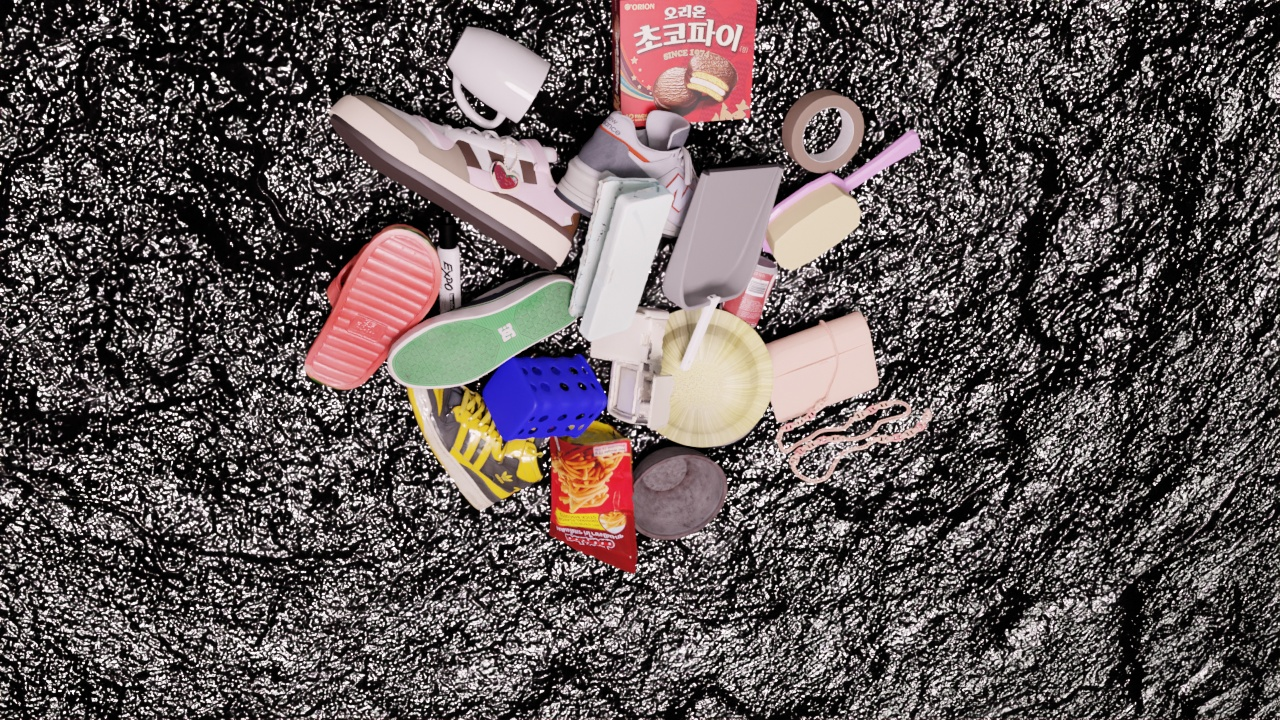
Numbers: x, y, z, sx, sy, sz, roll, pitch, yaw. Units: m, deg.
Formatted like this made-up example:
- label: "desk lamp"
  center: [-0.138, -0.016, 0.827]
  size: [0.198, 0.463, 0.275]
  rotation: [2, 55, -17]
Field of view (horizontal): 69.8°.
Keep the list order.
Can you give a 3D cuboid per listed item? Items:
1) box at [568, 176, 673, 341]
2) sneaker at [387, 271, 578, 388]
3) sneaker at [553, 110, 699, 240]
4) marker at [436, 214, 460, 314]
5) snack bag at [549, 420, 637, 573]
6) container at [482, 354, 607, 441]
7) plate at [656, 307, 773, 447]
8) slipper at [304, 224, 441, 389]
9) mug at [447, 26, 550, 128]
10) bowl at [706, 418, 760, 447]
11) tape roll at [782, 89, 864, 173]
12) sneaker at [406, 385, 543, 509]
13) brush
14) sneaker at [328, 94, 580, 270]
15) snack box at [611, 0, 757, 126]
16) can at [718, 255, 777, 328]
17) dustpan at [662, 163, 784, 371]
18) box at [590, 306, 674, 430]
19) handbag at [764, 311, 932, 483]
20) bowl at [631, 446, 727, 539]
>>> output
- label: "box"
  center: [-0.021, -0.108, 0.998]
  size: [0.086, 0.072, 0.199]
  rotation: [6, 135, -12]
- label: "sneaker"
  center: [-0.186, -0.040, 1.081]
  size: [0.235, 0.079, 0.084]
  rotation: [-25, 117, -11]
- label: "sneaker"
  center: [0.027, -0.210, 1.021]
  size: [0.239, 0.089, 0.124]
  rotation: [1, 125, -39]
- label: "marker"
  center: [-0.223, -0.109, 1.068]
  size: [0.025, 0.025, 0.126]
  rotation: [-4, 120, -15]
- label: "snack bag"
  center: [-0.064, 0.183, 1.251]
  size: [0.139, 0.066, 0.208]
  rotation: [11, 121, 22]
- label: "container"
  center: [-0.119, 0.045, 1.123]
  size: [0.113, 0.085, 0.085]
  rotation: [0, 141, -46]
- label: "plate"
  center: [0.076, 0.027, 1.166]
  size: [0.184, 0.036, 0.184]
  rotation: [2, 102, 7]
- label: "slipper"
  center: [-0.305, -0.064, 1.049]
  size: [0.103, 0.059, 0.249]
  rotation: [22, 126, -28]
- label: "mug"
  center: [-0.160, -0.293, 0.963]
  size: [0.089, 0.071, 0.107]
  rotation: [28, 135, -20]
- label: "bowl"
  center: [0.103, 0.054, 1.244]
  size: [0.115, 0.059, 0.116]
  rotation: [-8, 121, -13]
- label: "tape roll"
  center: [0.220, -0.276, 1.105]
  size: [0.093, 0.030, 0.094]
  rotation: [-8, 121, -13]
- label: "sneaker"
  center: [-0.196, 0.081, 1.149]
  size: [0.122, 0.086, 0.239]
  rotation: [-21, 127, 2]
- label: "brush"
  center: [0.251, -0.199, 1.130]
  size: [0.229, 0.043, 0.089]
  rotation: [-34, 145, 10]
- label: "sneaker"
  center: [-0.180, -0.216, 0.985]
  size: [0.293, 0.112, 0.116]
  rotation: [30, 85, -28]
- label: "snack box"
  center: [0.047, -0.333, 1.014]
  size: [0.152, 0.035, 0.133]
  rotation: [-8, 121, -13]
- label: "can"
  center: [0.136, -0.085, 1.177]
  size: [0.054, 0.054, 0.097]
  rotation: [9, 116, -22]
- label: "dustpan"
  center: [0.086, -0.102, 1.075]
  size: [0.162, 0.033, 0.258]
  rotation: [-18, 137, -49]
- label: "box"
  center: [-0.006, 0.006, 1.091]
  size: [0.080, 0.182, 0.143]
  rotation: [5, 93, -23]
- label: "handbag"
  center: [0.261, 0.033, 1.205]
  size: [0.199, 0.187, 0.117]
  rotation: [-20, 130, 0]
- label: "bowl"
  center: [0.043, 0.174, 1.291]
  size: [0.145, 0.067, 0.145]
  rotation: [-8, 121, -13]
